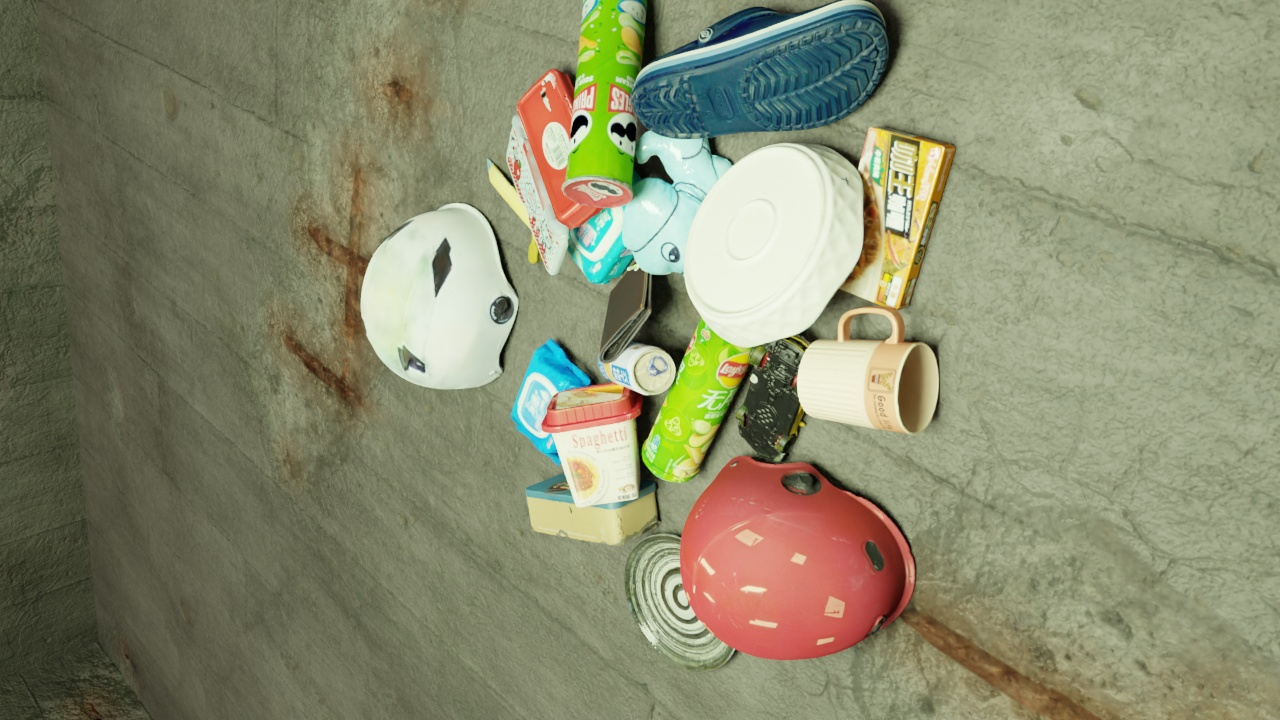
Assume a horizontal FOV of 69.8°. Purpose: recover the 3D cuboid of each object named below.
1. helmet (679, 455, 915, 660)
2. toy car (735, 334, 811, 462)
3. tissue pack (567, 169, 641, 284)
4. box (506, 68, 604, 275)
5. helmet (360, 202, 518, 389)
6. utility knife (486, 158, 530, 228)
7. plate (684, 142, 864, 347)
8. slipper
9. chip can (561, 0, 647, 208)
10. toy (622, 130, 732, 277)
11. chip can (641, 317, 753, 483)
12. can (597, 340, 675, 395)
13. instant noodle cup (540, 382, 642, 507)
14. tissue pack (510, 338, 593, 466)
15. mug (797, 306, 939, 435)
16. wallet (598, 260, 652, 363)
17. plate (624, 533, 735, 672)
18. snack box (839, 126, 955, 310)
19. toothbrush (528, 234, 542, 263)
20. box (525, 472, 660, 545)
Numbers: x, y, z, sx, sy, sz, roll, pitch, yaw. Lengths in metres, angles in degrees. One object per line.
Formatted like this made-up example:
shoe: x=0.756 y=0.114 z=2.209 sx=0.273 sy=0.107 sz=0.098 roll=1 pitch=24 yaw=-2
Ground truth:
helmet: x=0.141 y=0.220 z=0.940 sx=0.240 sy=0.143 sz=0.207 roll=9 pitch=113 yaw=36
toy car: x=0.142 y=0.038 z=0.955 sx=0.071 sy=0.041 sz=0.156 roll=36 pitch=137 yaw=26
tissue pack: x=-0.035 y=-0.163 z=1.054 sx=0.093 sy=0.050 sz=0.134 roll=53 pitch=130 yaw=19
box: x=-0.104 y=-0.217 z=1.051 sx=0.162 sy=0.058 sz=0.201 roll=-48 pitch=51 yaw=39
helmet: x=-0.295 y=-0.080 z=1.251 sx=0.229 sy=0.145 sz=0.259 roll=29 pitch=120 yaw=33
utility knife: x=-0.162 y=-0.208 z=1.165 sx=0.167 sy=0.018 sz=0.031 roll=46 pitch=132 yaw=32
plate: x=0.117 y=-0.116 z=0.872 sx=0.205 sy=0.045 sz=0.204 roll=-23 pitch=58 yaw=42
slipper: x=0.111 y=-0.275 z=0.863 sx=0.253 sy=0.105 sz=0.095 roll=-7 pitch=56 yaw=30
chip can: x=-0.035 y=-0.278 z=0.941 sx=0.072 sy=0.072 sz=0.235 roll=-8 pitch=72 yaw=44
toy: x=0.034 y=-0.160 z=0.972 sx=0.156 sy=0.049 sz=0.161 roll=-36 pitch=109 yaw=17
chip can: x=0.066 y=0.038 z=1.007 sx=0.072 sy=0.072 sz=0.222 roll=40 pitch=127 yaw=27
can: x=-0.006 y=0.006 z=1.036 sx=0.135 sy=0.053 sz=0.053 roll=-163 pitch=63 yaw=-71
instant noodle cup: x=-0.049 y=0.099 z=1.086 sx=0.116 sy=0.116 sz=0.124 roll=-9 pitch=102 yaw=4
tissue pack: x=-0.117 y=0.058 z=1.194 sx=0.095 sy=0.052 sz=0.157 roll=42 pitch=127 yaw=26
mug: x=0.212 y=0.007 z=0.858 sx=0.106 sy=0.081 sz=0.114 roll=6 pitch=104 yaw=43
wallet: x=-0.014 y=-0.066 z=1.033 sx=0.020 sy=0.122 sz=0.097 roll=27 pitch=129 yaw=-19
plate: x=0.052 y=0.296 z=1.132 sx=0.180 sy=0.024 sz=0.179 roll=13 pitch=110 yaw=38
snack box: x=0.228 y=-0.129 z=0.840 sx=0.075 sy=0.026 sz=0.154 roll=27 pitch=119 yaw=34
toothbrush: x=-0.125 y=-0.214 z=1.146 sx=0.016 sy=0.016 sz=0.190 roll=22 pitch=115 yaw=38
box: x=-0.057 y=0.184 z=1.154 sx=0.185 sy=0.089 sz=0.062 roll=-3 pitch=100 yaw=40
